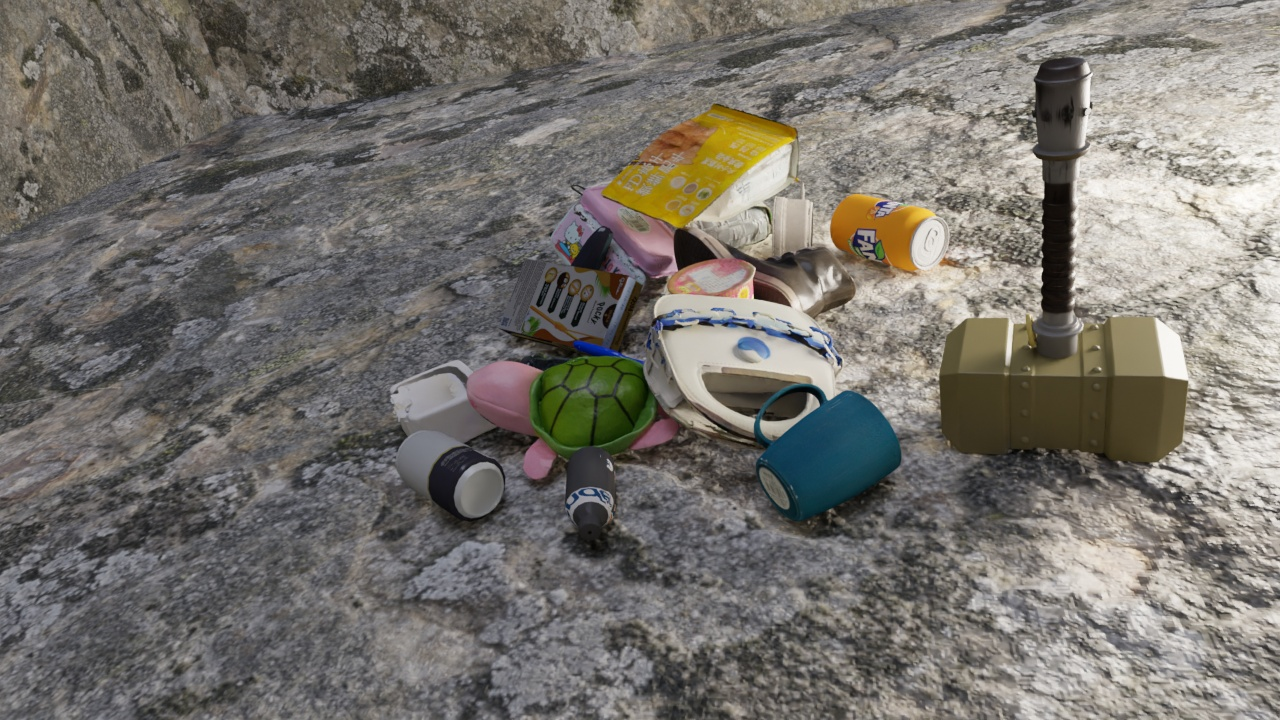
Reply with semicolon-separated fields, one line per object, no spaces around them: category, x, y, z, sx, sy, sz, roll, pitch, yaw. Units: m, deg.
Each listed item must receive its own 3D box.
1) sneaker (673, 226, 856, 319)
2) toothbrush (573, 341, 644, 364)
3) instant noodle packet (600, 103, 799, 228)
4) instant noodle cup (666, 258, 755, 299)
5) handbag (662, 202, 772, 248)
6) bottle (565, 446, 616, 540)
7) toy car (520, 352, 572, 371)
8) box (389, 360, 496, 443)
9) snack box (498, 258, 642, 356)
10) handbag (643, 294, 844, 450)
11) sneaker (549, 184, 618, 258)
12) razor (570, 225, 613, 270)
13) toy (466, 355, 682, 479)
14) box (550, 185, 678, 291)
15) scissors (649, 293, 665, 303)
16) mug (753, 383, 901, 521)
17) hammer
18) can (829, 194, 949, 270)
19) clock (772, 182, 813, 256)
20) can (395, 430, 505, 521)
sneaker;0.141;-0.109;1.120;0.119;0.095;0.235;-24;35;-32
toothbrush;-0.006;0.006;1.048;0.183;0.016;0.018;18;45;30
instant noodle packet;0.078;-0.244;1.212;0.221;0.084;0.163;-35;46;-25
instant noodle cup;0.087;-0.045;1.030;0.098;0.109;0.097;-10;28;5
handbag;0.092;-0.210;1.318;0.171;0.123;0.112;-21;44;-13
bottle;-0.046;0.123;0.844;0.047;0.047;0.112;-11;29;3
toy car;-0.091;0.018;1.072;0.105;0.033;0.048;4;27;3
box;-0.229;0.045;1.037;0.102;0.076;0.107;-23;27;-20
snack box;-0.092;-0.067;1.166;0.186;0.031;0.101;14;80;40
handbag;0.102;0.009;0.895;0.200;0.093;0.199;3;33;-15
sneaker;-0.039;-0.227;1.430;0.237;0.101;0.143;-38;43;-28
razor;-0.082;-0.117;1.228;0.052;0.143;0.047;32;8;13
toy;-0.066;0.045;0.955;0.238;0.088;0.189;9;45;20
box;-0.034;-0.163;1.255;0.149;0.073;0.201;-33;52;-9
scissors;0.067;-0.062;1.172;0.078;0.033;0.176;-35;31;-32
mug;0.149;0.075;0.795;0.104;0.085;0.112;-31;73;-16
hammer;0.345;-0.081;0.755;0.190;0.325;0.100;1;31;24
can;0.319;-0.165;1.184;0.079;0.079;0.142;-26;31;-24
clock;0.202;-0.146;1.198;0.061;0.103;0.156;2;56;12
can;-0.192;0.110;0.910;0.064;0.064;0.127;-33;34;-33
